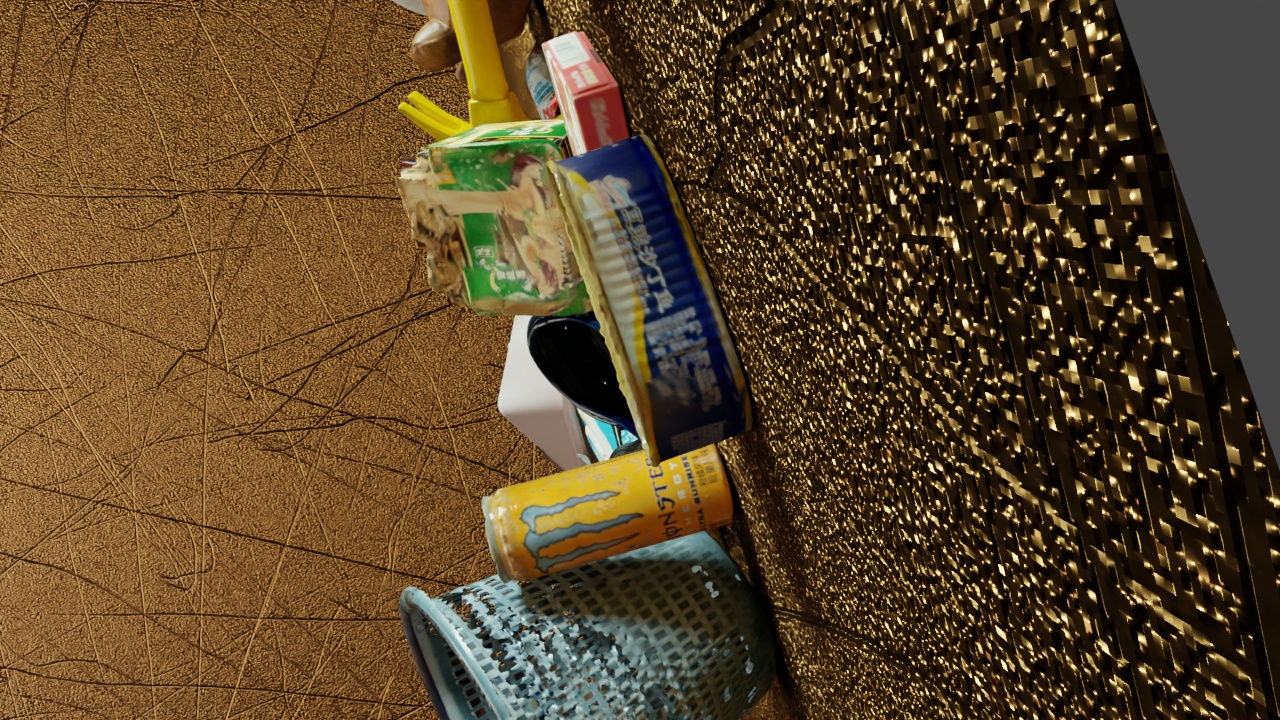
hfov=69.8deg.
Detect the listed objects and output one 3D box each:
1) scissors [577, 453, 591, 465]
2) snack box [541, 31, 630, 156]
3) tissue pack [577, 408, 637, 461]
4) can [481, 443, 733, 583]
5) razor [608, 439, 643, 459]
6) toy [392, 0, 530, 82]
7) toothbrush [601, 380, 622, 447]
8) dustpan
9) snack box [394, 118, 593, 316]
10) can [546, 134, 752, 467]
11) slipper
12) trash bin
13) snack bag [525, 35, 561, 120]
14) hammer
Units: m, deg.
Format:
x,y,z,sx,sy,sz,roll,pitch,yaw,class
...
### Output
x,y,z,sx,sy,sz,roll,pitch,yaw,class
0.014,0.134,0.735,0.175,0.012,0.105,35,166,35,scissors
-0.018,-0.101,0.524,0.075,0.025,0.153,-113,6,-46,snack box
-0.014,0.089,0.939,0.140,0.063,0.090,57,171,26,tissue pack
-0.019,0.090,0.562,0.058,0.146,0.058,163,92,-87,can
0.010,0.081,0.766,0.167,0.067,0.062,-46,-42,-87,razor
-0.150,-0.300,0.723,0.199,0.130,0.140,-98,8,-57,toy
-0.026,0.037,0.838,0.017,0.012,0.185,35,-147,-51,toothbrush
-0.053,0.013,1.044,0.273,0.139,0.222,39,-135,-45,dustpan
-0.078,-0.107,0.610,0.105,0.118,0.118,-66,-28,-52,snack box
0.003,-0.029,0.418,0.075,0.049,0.148,98,153,-80,can
-0.029,-0.007,0.656,0.252,0.095,0.105,-126,19,-63,slipper
-0.026,0.210,0.628,0.226,0.194,0.227,40,144,37,trash bin
-0.072,-0.210,0.721,0.048,0.026,0.104,95,158,-50,snack bag
-0.121,-0.267,0.590,0.032,0.129,0.301,-71,-22,-51,hammer
